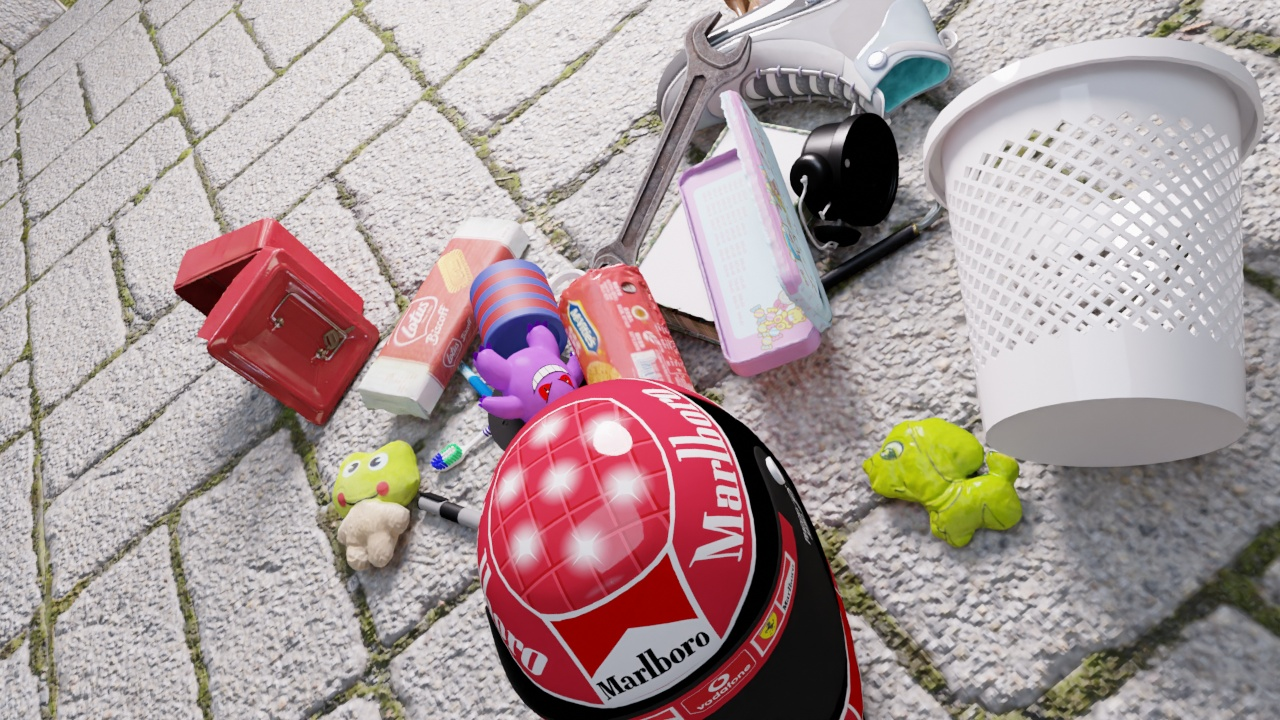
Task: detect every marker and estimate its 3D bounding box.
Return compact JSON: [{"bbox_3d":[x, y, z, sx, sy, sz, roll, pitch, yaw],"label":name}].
[{"bbox_3d":[-0.165,0.011,0.873,0.013,0.013,0.142,-46,48,-5],"label":"marker"},{"bbox_3d":[-0.135,0.135,0.769,0.141,0.016,0.016,11,65,35],"label":"marker"}]

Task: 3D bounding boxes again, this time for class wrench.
[{"bbox_3d":[0.024,-0.185,0.833,0.070,0.010,0.273,27,96,25],"label":"wrench"}]

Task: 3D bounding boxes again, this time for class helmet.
[{"bbox_3d":[0.010,0.132,0.552,0.198,0.224,0.270,-32,48,7],"label":"helmet"}]

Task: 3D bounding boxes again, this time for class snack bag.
[{"bbox_3d":[-0.190,-0.047,0.896,0.078,0.041,0.224,8,57,29],"label":"snack bag"},{"bbox_3d":[-0.004,0.004,0.723,0.082,0.082,0.176,-28,66,11],"label":"snack bag"}]

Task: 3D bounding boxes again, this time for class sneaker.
[{"bbox_3d":[0.145,-0.249,0.830,0.257,0.093,0.160,-28,58,13],"label":"sneaker"}]

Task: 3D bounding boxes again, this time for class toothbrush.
[{"bbox_3d":[-0.110,0.043,0.817,0.187,0.016,0.015,-35,52,5],"label":"toothbrush"}]

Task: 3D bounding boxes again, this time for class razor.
[{"bbox_3d":[0.194,-0.093,0.733,0.144,0.022,0.042,-36,6,9],"label":"razor"}]

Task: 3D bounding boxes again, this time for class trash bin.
[{"bbox_3d":[0.276,-0.049,0.559,0.196,0.195,0.199,-6,66,27],"label":"trash bin"}]

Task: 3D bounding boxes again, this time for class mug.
[{"bbox_3d":[-0.094,-0.046,0.835,0.112,0.075,0.076,-20,49,-4],"label":"mug"}]

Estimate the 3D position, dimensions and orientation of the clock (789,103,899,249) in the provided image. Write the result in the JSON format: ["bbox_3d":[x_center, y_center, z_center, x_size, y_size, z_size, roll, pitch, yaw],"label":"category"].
[{"bbox_3d":[0.161,-0.144,0.738,0.043,0.091,0.120,7,54,45],"label":"clock"}]

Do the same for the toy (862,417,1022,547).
[{"bbox_3d":[0.199,0.077,0.606,0.094,0.036,0.093,-23,59,17],"label":"toy"}]

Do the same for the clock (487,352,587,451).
[{"bbox_3d":[-0.069,0.039,0.774,0.123,0.035,0.094,-27,61,6],"label":"clock"}]

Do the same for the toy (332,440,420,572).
[{"bbox_3d":[-0.237,0.129,0.814,0.092,0.043,0.117,-16,54,18],"label":"toy"}]

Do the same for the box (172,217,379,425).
[{"bbox_3d":[-0.379,-0.049,0.944,0.165,0.157,0.151,18,67,39],"label":"box"}]

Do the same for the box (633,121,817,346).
[{"bbox_3d":[0.082,-0.112,0.792,0.118,0.050,0.205,20,72,33],"label":"box"}]

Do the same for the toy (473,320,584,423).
[{"bbox_3d":[-0.082,0.024,0.730,0.105,0.056,0.088,-28,61,-38],"label":"toy"}]

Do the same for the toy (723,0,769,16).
[{"bbox_3d":[0.123,-0.345,0.931,0.055,0.041,0.101,-36,53,34],"label":"toy"}]

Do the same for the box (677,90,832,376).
[{"bbox_3d":[0.076,-0.104,0.699,0.089,0.093,0.213,-21,54,13],"label":"box"}]
